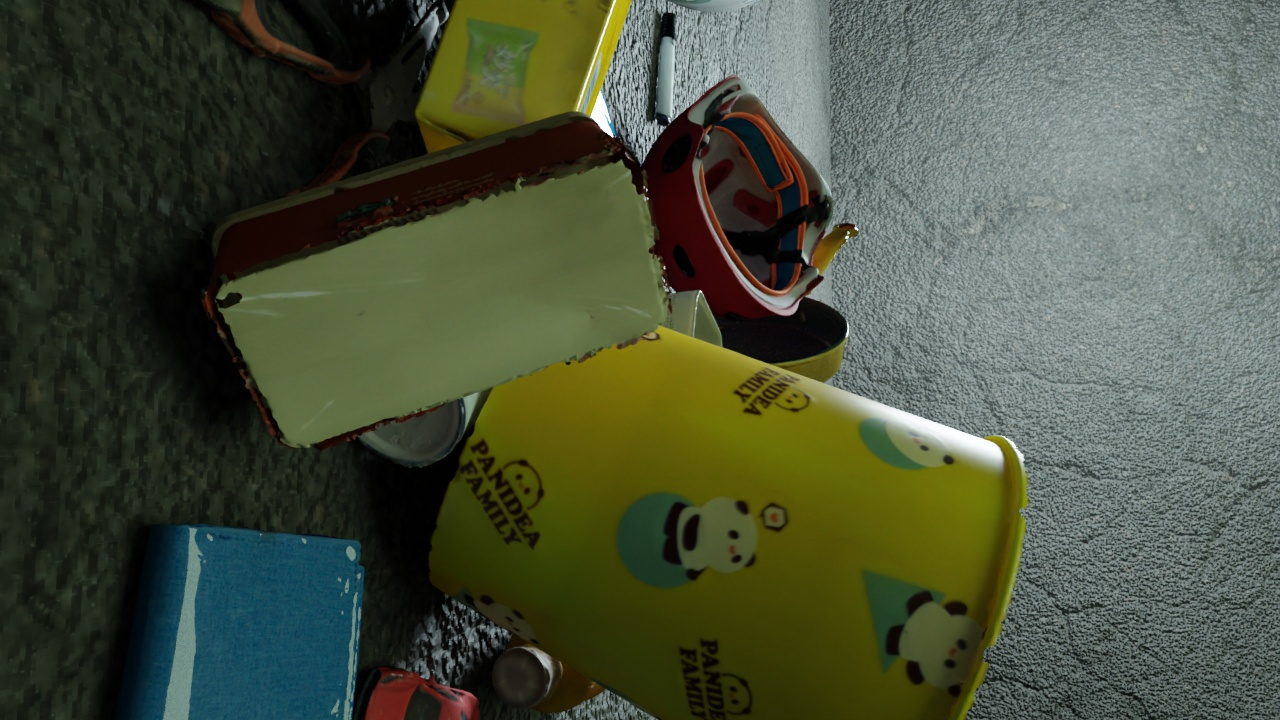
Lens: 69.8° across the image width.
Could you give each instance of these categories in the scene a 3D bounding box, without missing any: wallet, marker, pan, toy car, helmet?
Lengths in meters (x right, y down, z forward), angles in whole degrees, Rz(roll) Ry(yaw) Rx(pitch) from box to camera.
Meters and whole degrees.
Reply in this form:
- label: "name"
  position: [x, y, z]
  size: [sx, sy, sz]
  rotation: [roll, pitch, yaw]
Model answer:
- label: "wallet"
  position: [-0.154, 0.133, 0.357]
  size: [0.106, 0.040, 0.133]
  rotation: [30, 61, -60]
- label: "marker"
  position: [0.028, -0.311, 0.979]
  size: [0.022, 0.018, 0.130]
  rotation: [60, 32, -73]
- label: "pan"
  position: [0.152, -0.066, 0.978]
  size: [0.356, 0.198, 0.078]
  rotation: [-33, 130, -48]
- label: "toy car"
  position: [-0.116, 0.193, 0.485]
  size: [0.106, 0.031, 0.049]
  rotation: [57, 35, -55]
- label: "helmet"
  position: [0.075, -0.134, 0.896]
  size: [0.207, 0.144, 0.239]
  rotation: [42, 48, -29]

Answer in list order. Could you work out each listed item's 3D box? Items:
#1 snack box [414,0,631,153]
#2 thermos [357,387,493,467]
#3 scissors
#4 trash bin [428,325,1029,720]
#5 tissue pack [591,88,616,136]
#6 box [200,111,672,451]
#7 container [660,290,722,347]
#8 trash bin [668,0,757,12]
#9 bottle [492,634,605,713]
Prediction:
- label: "snack box"
  position: [-0.045, -0.184, 0.484]
  size: [0.158, 0.070, 0.210]
  rotation: [150, -41, -82]
- label: "thermos"
  position: [-0.086, -0.025, 0.532]
  size: [0.223, 0.073, 0.073]
  rotation: [-56, 141, -61]
- label: "scissors"
  position: [-0.139, -0.126, 0.453]
  size: [0.226, 0.015, 0.189]
  rotation: [27, 63, -69]
- label: "trash bin"
  position: [0.038, 0.096, 0.514]
  size: [0.229, 0.255, 0.229]
  rotation: [26, 88, -85]
- label: "tissue pack"
  position: [-0.055, -0.157, 0.656]
  size: [0.157, 0.052, 0.094]
  rotation: [70, 24, -46]
- label: "box"
  position: [-0.076, -0.029, 0.369]
  size: [0.080, 0.168, 0.091]
  rotation: [-122, -165, -55]
- label: "container"
  position: [-0.004, 0.004, 0.703]
  size: [0.090, 0.114, 0.090]
  rotation: [57, 36, -59]
- label: "trash bin"
  position: [0.048, -0.395, 0.735]
  size: [0.251, 0.230, 0.230]
  rotation: [-43, 130, -73]
- label: "bottle"
  position: [-0.045, 0.203, 0.643]
  size: [0.189, 0.068, 0.068]
  rotation: [19, 71, -71]
